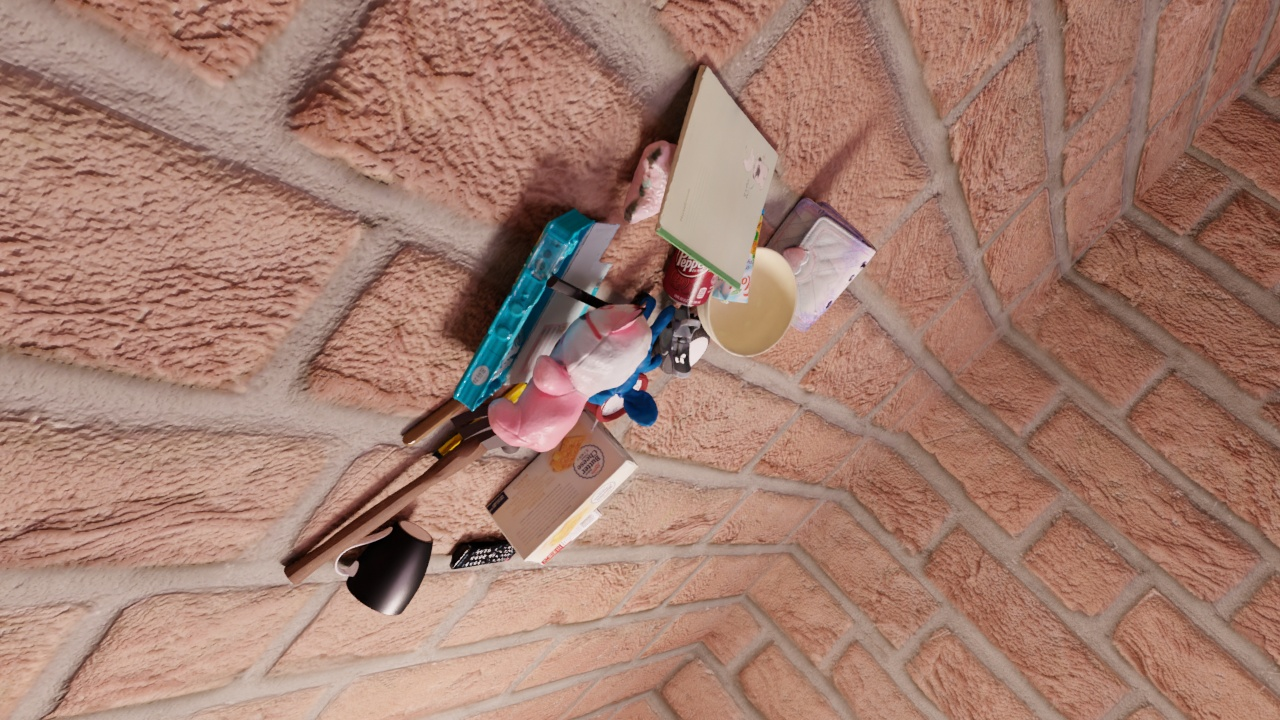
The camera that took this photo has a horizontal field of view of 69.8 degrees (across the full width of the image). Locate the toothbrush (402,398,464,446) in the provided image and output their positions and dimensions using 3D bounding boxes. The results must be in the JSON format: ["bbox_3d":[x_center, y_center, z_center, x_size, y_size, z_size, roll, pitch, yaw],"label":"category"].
[{"bbox_3d":[-0.207,0.046,1.070,0.166,0.016,0.016,-38,154,-12],"label":"toothbrush"}]

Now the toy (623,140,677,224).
[{"bbox_3d":[0.025,-0.198,0.990,0.095,0.053,0.099,-32,155,-49],"label":"toy"}]

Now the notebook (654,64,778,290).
[{"bbox_3d":[0.093,-0.195,1.042,0.252,0.010,0.182,22,84,-63],"label":"notebook"}]

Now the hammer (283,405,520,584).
[{"bbox_3d":[-0.283,0.162,1.101,0.322,0.033,0.115,-36,154,-7],"label":"hammer"}]

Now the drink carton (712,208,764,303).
[{"bbox_3d":[0.125,-0.136,1.178,0.044,0.039,0.129,4,101,-32],"label":"drink carton"}]

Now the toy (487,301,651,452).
[{"bbox_3d":[-0.068,0.013,1.014,0.213,0.084,0.142,-45,172,5],"label":"toy"}]

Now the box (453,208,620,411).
[{"bbox_3d":[-0.107,-0.060,1.007,0.227,0.056,0.184,-58,169,21],"label":"box"}]

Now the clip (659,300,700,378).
[{"bbox_3d":[0.046,-0.019,1.189,0.163,0.028,0.108,-117,-145,-77],"label":"clip"}]

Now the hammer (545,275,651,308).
[{"bbox_3d":[-0.053,-0.060,1.049,0.095,0.015,0.324,-47,167,6],"label":"hammer"}]

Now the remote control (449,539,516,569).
[{"bbox_3d":[-0.236,0.292,1.407,0.047,0.022,0.150,-50,156,12],"label":"remote control"}]

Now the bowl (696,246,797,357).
[{"bbox_3d":[0.135,-0.086,1.267,0.150,0.075,0.151,-8,106,-29],"label":"bowl"}]

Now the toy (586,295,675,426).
[{"bbox_3d":[-0.007,0.007,1.152,0.177,0.113,0.070,-64,172,25],"label":"toy"}]

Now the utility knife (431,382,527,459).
[{"bbox_3d":[-0.190,0.070,1.137,0.162,0.017,0.030,-42,165,-9],"label":"utility knife"}]

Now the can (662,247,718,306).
[{"bbox_3d":[0.073,-0.127,1.155,0.063,0.063,0.114,-20,146,-40],"label":"can"}]

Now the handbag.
[{"bbox_3d":[0.240,-0.137,1.309,0.069,0.126,0.159,0,132,-53],"label":"handbag"}]

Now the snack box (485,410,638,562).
[{"bbox_3d":[-0.113,0.182,1.316,0.208,0.104,0.057,-45,155,4],"label":"snack box"}]

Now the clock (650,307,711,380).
[{"bbox_3d":[0.064,-0.023,1.325,0.123,0.044,0.091,-47,155,8],"label":"clock"}]

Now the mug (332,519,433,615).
[{"bbox_3d":[-0.325,0.252,1.161,0.118,0.085,0.100,31,92,-34],"label":"mug"}]

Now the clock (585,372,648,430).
[{"bbox_3d":[-0.035,0.031,1.260,0.096,0.048,0.138,-24,150,-35],"label":"clock"}]

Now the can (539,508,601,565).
[{"bbox_3d":[-0.130,0.242,1.403,0.116,0.086,0.087,-40,155,-6],"label":"can"}]
